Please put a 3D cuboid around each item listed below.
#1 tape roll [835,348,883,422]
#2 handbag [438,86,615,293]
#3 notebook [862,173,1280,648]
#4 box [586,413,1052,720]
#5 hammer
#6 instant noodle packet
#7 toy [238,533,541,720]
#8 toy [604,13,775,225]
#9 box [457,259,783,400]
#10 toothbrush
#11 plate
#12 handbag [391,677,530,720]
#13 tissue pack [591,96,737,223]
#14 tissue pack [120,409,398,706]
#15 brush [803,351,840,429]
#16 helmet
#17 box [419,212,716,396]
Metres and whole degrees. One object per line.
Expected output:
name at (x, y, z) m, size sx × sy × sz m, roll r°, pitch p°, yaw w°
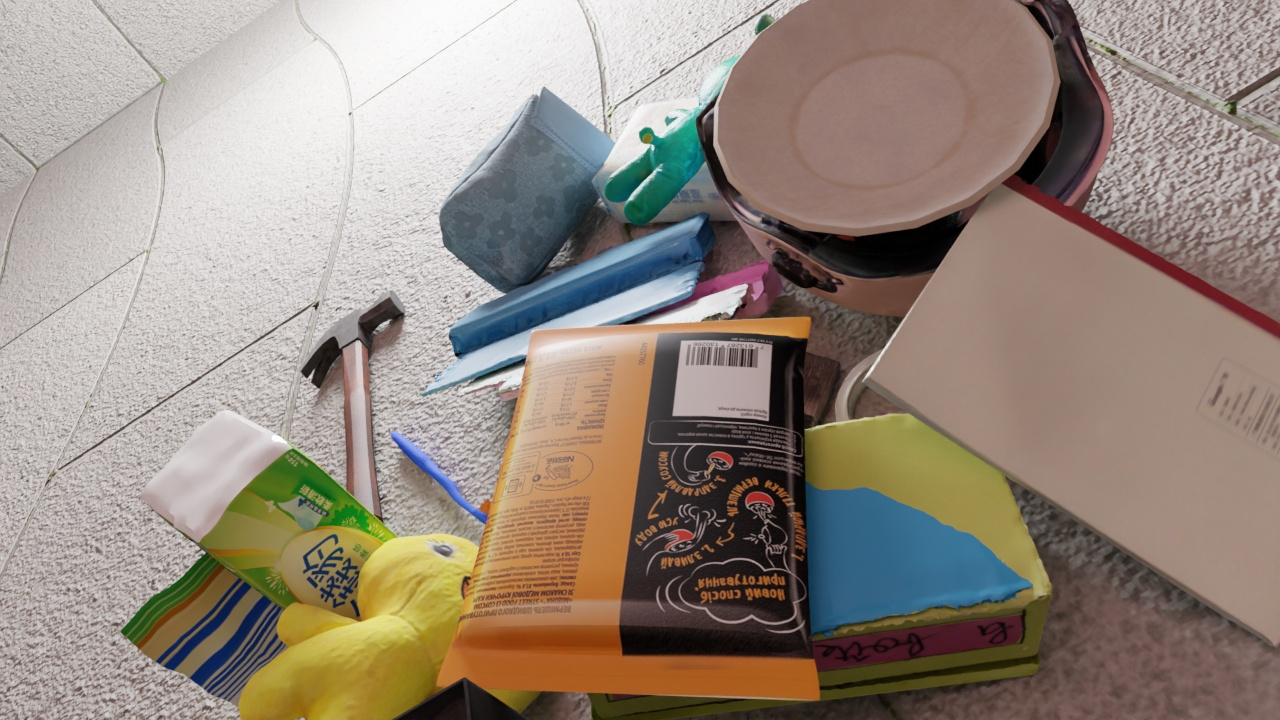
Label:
tape roll at (0.167, 0.026, 0.568) m, size 0.093 × 0.013 × 0.092 m, roll -21°, pitch 42°, yaw 19°
handbag at (-0.106, -0.157, 0.877) m, size 0.191 × 0.122 × 0.119 m, roll -58°, pitch 11°, yaw -16°
notebook at (0.234, 0.011, 0.442) m, size 0.209 × 0.012 × 0.152 m, roll 34°, pitch 70°, yaw 11°
box at (0.074, 0.103, 0.466) m, size 0.221 × 0.081 × 0.124 m, roll -12°, pitch 44°, yaw 6°
hammer at (-0.262, 0.048, 0.849) m, size 0.111 × 0.028 × 0.300 m, roll -31°, pitch 40°, yaw 5°
instant noodle packet at (0.003, 0.058, 0.451) m, size 0.160 × 0.032 × 0.220 m, roll -2°, pitch 46°, yaw 11°
toy at (-0.130, 0.171, 0.537) m, size 0.134 × 0.207 × 0.092 m, roll 41°, pitch 112°, yaw 17°
toy at (0.051, -0.186, 0.720) m, size 0.193 × 0.072 × 0.130 m, roll -42°, pitch 43°, yaw 5°
box at (-0.017, -0.012, 0.666) m, size 0.231 × 0.035 × 0.159 m, roll -18°, pitch 10°, yaw 22°
toothbrush at (-0.160, 0.091, 0.740) m, size 0.018 × 0.016 × 0.183 m, roll -43°, pitch 40°, yaw -17°
plate at (0.137, -0.146, 0.529) m, size 0.189 × 0.027 × 0.188 m, roll -9°, pitch 60°, yaw 17°
handbag at (-0.034, 0.258, 0.361) m, size 0.072 × 0.176 × 0.195 m, roll -32°, pitch 43°, yaw 4°
tissue pack at (0.053, -0.178, 0.810) m, size 0.182 × 0.070 × 0.111 m, roll 7°, pitch 56°, yaw 37°
tissue pack at (-0.236, 0.149, 0.595) m, size 0.120 × 0.198 × 0.141 m, roll 9°, pitch 54°, yaw 48°
brush at (0.093, 0.055, 0.594) m, size 0.039 × 0.012 × 0.150 m, roll 3°, pitch 53°, yaw 37°
helmet at (0.172, -0.124, 0.603) m, size 0.229 × 0.152 × 0.255 m, roll -47°, pitch 51°, yaw -11°
box at (-0.055, -0.048, 0.733) m, size 0.232 × 0.033 × 0.174 m, roll -20°, pitch 16°, yaw 17°
